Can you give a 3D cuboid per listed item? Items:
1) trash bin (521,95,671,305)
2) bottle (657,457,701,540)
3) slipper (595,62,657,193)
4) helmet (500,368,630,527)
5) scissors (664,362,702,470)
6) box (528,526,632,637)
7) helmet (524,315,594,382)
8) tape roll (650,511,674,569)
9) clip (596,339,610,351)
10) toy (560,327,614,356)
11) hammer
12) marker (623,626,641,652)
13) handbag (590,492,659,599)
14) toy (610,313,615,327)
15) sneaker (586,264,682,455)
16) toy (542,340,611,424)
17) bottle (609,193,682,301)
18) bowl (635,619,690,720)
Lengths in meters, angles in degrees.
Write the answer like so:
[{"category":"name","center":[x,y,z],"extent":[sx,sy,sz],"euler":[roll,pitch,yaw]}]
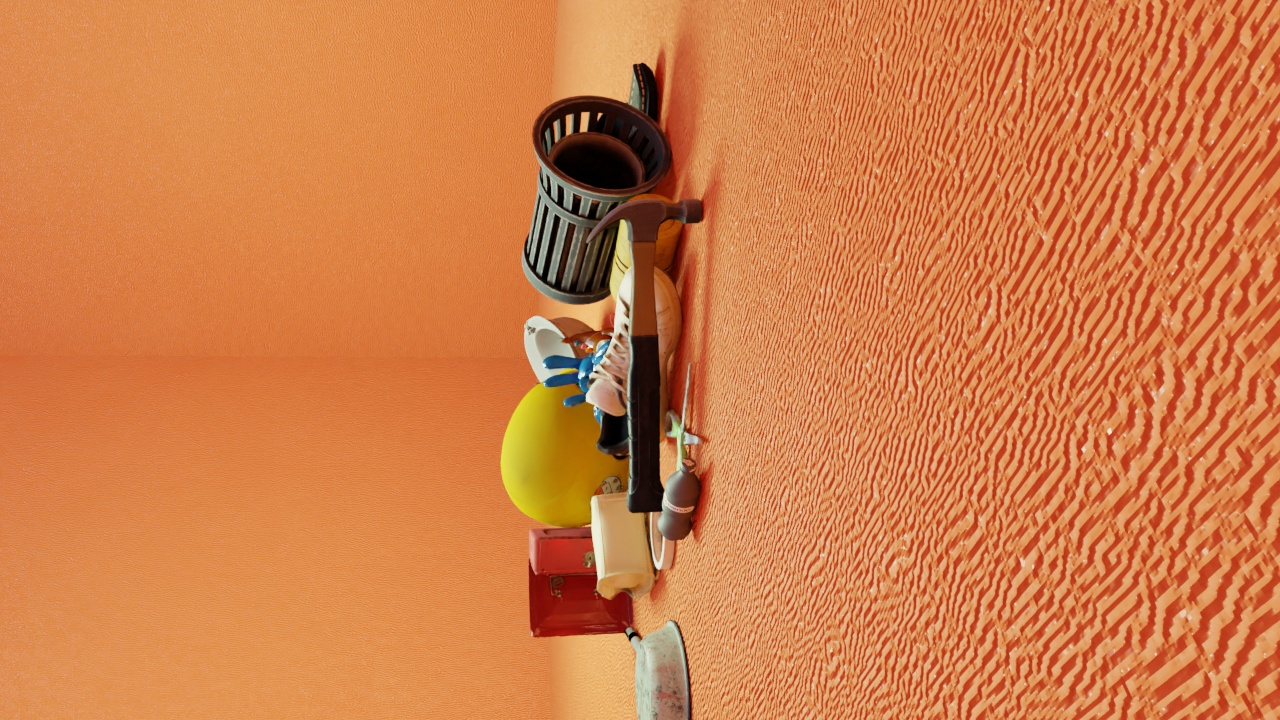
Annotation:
[{"category":"trash bin","center":[-0.069,-0.190,1.163],"extent":[0.228,0.164,0.164],"euler":[111,157,-53]},{"category":"bottle","center":[0.042,0.142,0.944],"extent":[0.036,0.036,0.110],"euler":[-100,14,-47]},{"category":"slipper","center":[-0.028,-0.275,1.244],"extent":[0.112,0.075,0.268],"euler":[-98,13,-44]},{"category":"helmet","center":[-0.120,0.132,1.321],"extent":[0.209,0.139,0.240],"euler":[8,105,39]},{"category":"scissors","center":[0.044,0.082,0.997],"extent":[0.174,0.022,0.171],"euler":[-104,19,-73]},{"category":"box","center":[-0.085,0.301,1.337],"extent":[0.169,0.157,0.153],"euler":[102,163,-55]},{"category":"helmet","center":[-0.116,-0.015,1.676],"extent":[0.183,0.117,0.272],"euler":[57,158,7]},{"category":"tape roll","center":[0.026,0.204,1.104],"extent":[0.093,0.013,0.093],"euler":[179,91,-80]},{"category":"clip","center":[-0.007,0.007,1.196],"extent":[0.143,0.072,0.124],"euler":[-161,74,-72]},{"category":"toy","center":[-0.076,-0.011,1.456],"extent":[0.090,0.103,0.071],"euler":[-91,8,-51]},{"category":"hammer","center":[0.003,-0.001,0.962],"extent":[0.025,0.118,0.333],"euler":[-123,33,-77]},{"category":"marker","center":[-0.003,0.392,1.262],"extent":[0.140,0.016,0.016],"euler":[173,97,-80]},{"category":"handbag","center":[-0.022,0.243,1.209],"extent":[0.111,0.081,0.119],"euler":[92,172,-60]},{"category":"toy","center":[-0.012,-0.079,1.257],"extent":[0.104,0.046,0.084],"euler":[114,176,-62]},{"category":"sneaker","center":[-0.018,0.007,1.045],"extent":[0.089,0.102,0.242],"euler":[27,127,38]},{"category":"toy","center":[-0.065,0.031,1.180],"extent":[0.176,0.070,0.113],"euler":[17,118,58]},{"category":"bottle","center":[0.002,-0.112,1.084],"extent":[0.164,0.071,0.071],"euler":[103,164,-53]},{"category":"bowl","center":[0.022,0.378,1.049],"extent":[0.157,0.038,0.157],"euler":[179,91,-80]}]
